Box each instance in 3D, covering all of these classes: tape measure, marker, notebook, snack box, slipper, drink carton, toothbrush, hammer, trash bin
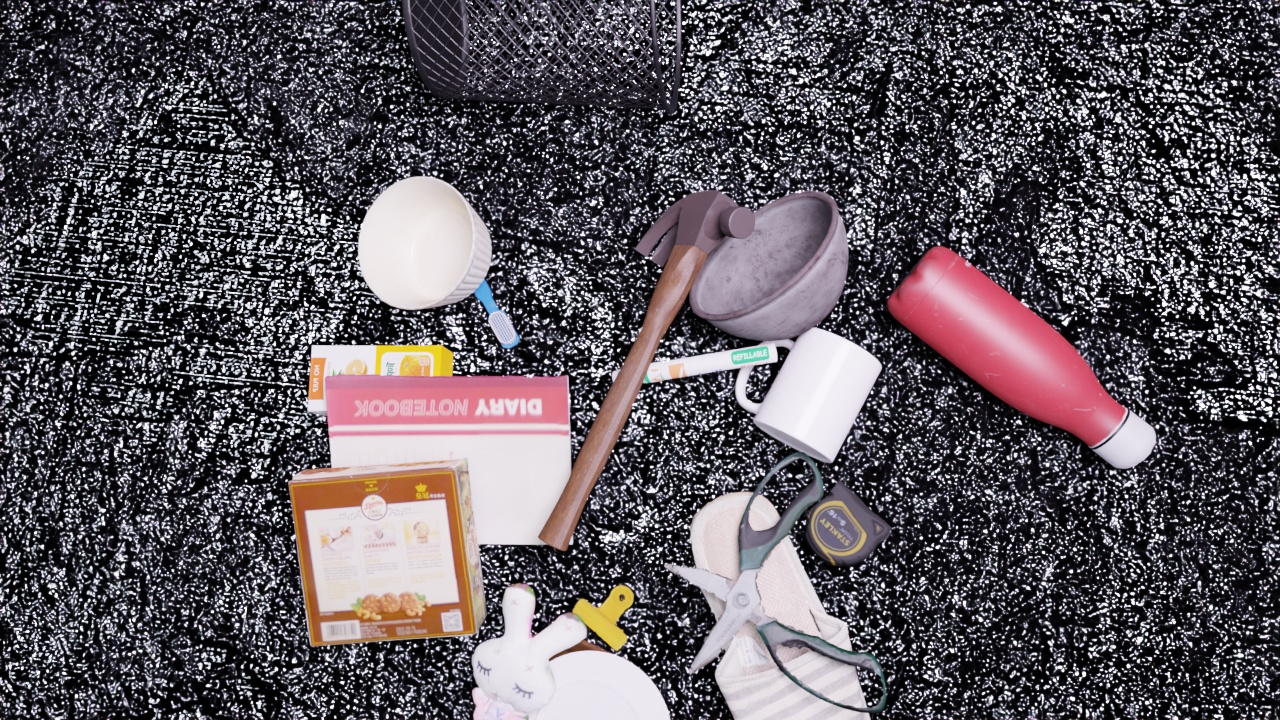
[{"bbox_3d":[0.169,0.142,0.773,0.061,0.034,0.061,-41,72,-7],"label":"tape measure"},{"bbox_3d":[0.045,0.005,0.791,0.146,0.017,0.017,-10,80,20],"label":"marker"},{"bbox_3d":[-0.163,0.086,0.788,0.209,0.012,0.153,0,102,3],"label":"notebook"},{"bbox_3d":[-0.211,0.160,0.773,0.143,0.041,0.147,-5,97,4],"label":"snack box"},{"bbox_3d":[0.114,0.241,0.755,0.114,0.054,0.272,-17,80,-4],"label":"slipper"},{"bbox_3d":[-0.233,0.018,0.815,0.122,0.040,0.058,0,81,4],"label":"drink carton"},{"bbox_3d":[-0.157,-0.084,0.840,0.016,0.014,0.166,-30,80,-2],"label":"toothbrush"},{"bbox_3d":[-0.005,0.004,0.765,0.033,0.115,0.322,29,82,-31],"label":"hammer"},{"bbox_3d":[-0.079,-0.305,0.793,0.210,0.184,0.184,0,81,9],"label":"trash bin"}]

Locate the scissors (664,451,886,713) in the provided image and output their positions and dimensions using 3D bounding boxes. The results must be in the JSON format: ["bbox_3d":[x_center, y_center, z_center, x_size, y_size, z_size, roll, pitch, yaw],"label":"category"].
[{"bbox_3d":[0.126,0.188,0.737,0.205,0.015,0.201,34,77,12],"label":"scissors"}]

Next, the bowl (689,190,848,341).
[{"bbox_3d":[0.118,-0.068,0.772,0.145,0.145,0.067,-46,117,-4],"label":"bowl"}]

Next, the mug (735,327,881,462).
[{"bbox_3d":[0.134,0.023,0.782,0.110,0.073,0.090,25,83,33],"label":"mug"}]

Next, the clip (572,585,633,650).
[{"bbox_3d":[-0.027,0.216,0.783,0.054,0.048,0.046,38,127,9],"label":"clip"}]

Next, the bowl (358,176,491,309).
[{"bbox_3d":[-0.182,-0.098,0.810,0.115,0.062,0.115,-2,85,20],"label":"bowl"}]

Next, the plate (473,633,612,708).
[{"bbox_3d":[-0.073,0.291,0.769,0.131,0.025,0.131,-1,81,4],"label":"plate"}]

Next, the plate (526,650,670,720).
[{"bbox_3d":[-0.042,0.306,0.744,0.134,0.011,0.134,-1,81,4],"label":"plate"}]

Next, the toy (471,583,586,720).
[{"bbox_3d":[-0.099,0.248,0.743,0.079,0.038,0.122,22,78,11],"label":"toy"}]

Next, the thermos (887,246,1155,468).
[{"bbox_3d":[0.320,0.002,0.766,0.240,0.073,0.073,40,85,8],"label":"thermos"}]
